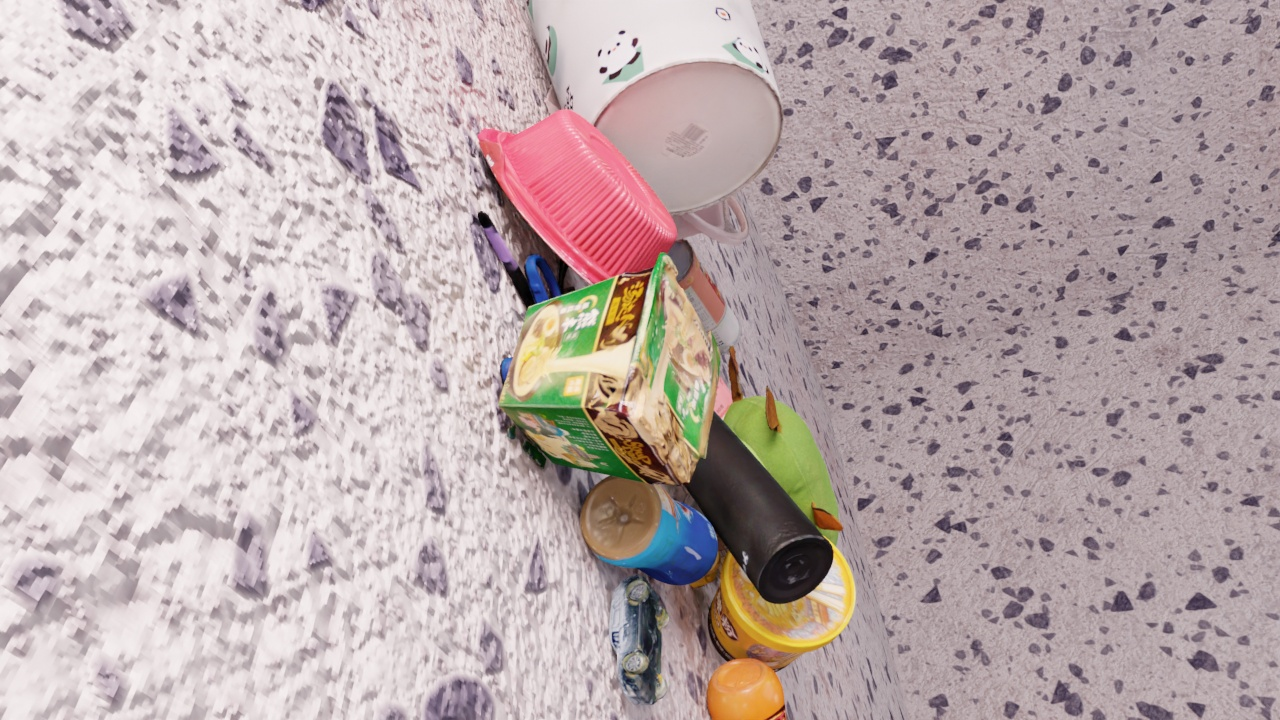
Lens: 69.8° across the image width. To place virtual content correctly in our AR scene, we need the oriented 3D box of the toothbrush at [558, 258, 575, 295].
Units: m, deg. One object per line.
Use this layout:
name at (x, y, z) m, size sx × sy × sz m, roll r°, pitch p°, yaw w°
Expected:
toothbrush at (-0.062, -0.101, 0.814) m, size 0.185 × 0.017 × 0.012 m, roll -91°, pitch 161°, yaw -52°

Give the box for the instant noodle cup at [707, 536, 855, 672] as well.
instant noodle cup at (0.120, 0.223, 0.839) m, size 0.115 × 0.118 × 0.118 m, roll 108°, pitch -21°, yaw -52°

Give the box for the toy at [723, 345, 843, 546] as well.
toy at (0.136, 0.113, 0.913) m, size 0.247 × 0.090 × 0.227 m, roll 67°, pitch -9°, yaw -22°

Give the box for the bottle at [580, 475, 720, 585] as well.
bottle at (0.021, 0.142, 0.720) m, size 0.218 × 0.065 × 0.065 m, roll 46°, pitch 29°, yaw -61°

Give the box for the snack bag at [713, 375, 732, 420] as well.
snack bag at (0.054, 0.016, 1.027) m, size 0.208 × 0.073 × 0.128 m, roll 60°, pitch 31°, yaw -23°

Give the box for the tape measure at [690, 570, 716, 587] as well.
tape measure at (0.056, 0.184, 0.875) m, size 0.057 × 0.029 × 0.060 m, roll 27°, pitch 46°, yaw -72°

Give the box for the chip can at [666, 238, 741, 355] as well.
chip can at (0.069, -0.078, 1.182) m, size 0.214 × 0.071 × 0.071 m, roll 46°, pitch 29°, yaw -59°

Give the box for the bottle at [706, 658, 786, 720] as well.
bottle at (0.103, 0.337, 0.801) m, size 0.066 × 0.067 × 0.149 m, roll -61°, pitch 138°, yaw -71°

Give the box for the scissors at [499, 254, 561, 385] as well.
scissors at (-0.058, 0.006, 0.665) m, size 0.162 × 0.012 × 0.176 m, roll -31°, pitch 108°, yaw -69°

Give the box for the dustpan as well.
dustpan at (0.017, -0.244, 1.057) m, size 0.222 × 0.139 × 0.273 m, roll -88°, pitch 156°, yaw -54°

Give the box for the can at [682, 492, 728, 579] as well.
can at (0.089, 0.180, 0.943) m, size 0.058 × 0.058 × 0.116 m, roll -89°, pitch 156°, yaw -53°

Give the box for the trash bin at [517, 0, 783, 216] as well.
trash bin at (0.012, -0.290, 0.873) m, size 0.229 × 0.230 × 0.251 m, roll 50°, pitch 22°, yaw -55°

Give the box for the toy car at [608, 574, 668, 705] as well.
toy car at (-0.002, 0.191, 0.628) m, size 0.090 × 0.034 × 0.043 m, roll -90°, pitch 160°, yaw -47°

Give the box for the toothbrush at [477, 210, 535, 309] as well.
toothbrush at (-0.075, -0.029, 0.682) m, size 0.189 × 0.014 × 0.016 m, roll 63°, pitch 28°, yaw -30°

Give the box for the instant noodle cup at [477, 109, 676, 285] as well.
instant noodle cup at (-0.037, -0.129, 0.725) m, size 0.194 × 0.066 × 0.193 m, roll 44°, pitch 17°, yaw -18°

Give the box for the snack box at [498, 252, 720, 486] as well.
snack box at (-0.021, 0.011, 0.588) m, size 0.118 × 0.106 × 0.117 m, roll 57°, pitch 38°, yaw -48°

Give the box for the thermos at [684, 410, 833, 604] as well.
thermos at (0.080, 0.112, 0.809) m, size 0.090 × 0.068 × 0.242 m, roll 62°, pitch -5°, yaw -36°
